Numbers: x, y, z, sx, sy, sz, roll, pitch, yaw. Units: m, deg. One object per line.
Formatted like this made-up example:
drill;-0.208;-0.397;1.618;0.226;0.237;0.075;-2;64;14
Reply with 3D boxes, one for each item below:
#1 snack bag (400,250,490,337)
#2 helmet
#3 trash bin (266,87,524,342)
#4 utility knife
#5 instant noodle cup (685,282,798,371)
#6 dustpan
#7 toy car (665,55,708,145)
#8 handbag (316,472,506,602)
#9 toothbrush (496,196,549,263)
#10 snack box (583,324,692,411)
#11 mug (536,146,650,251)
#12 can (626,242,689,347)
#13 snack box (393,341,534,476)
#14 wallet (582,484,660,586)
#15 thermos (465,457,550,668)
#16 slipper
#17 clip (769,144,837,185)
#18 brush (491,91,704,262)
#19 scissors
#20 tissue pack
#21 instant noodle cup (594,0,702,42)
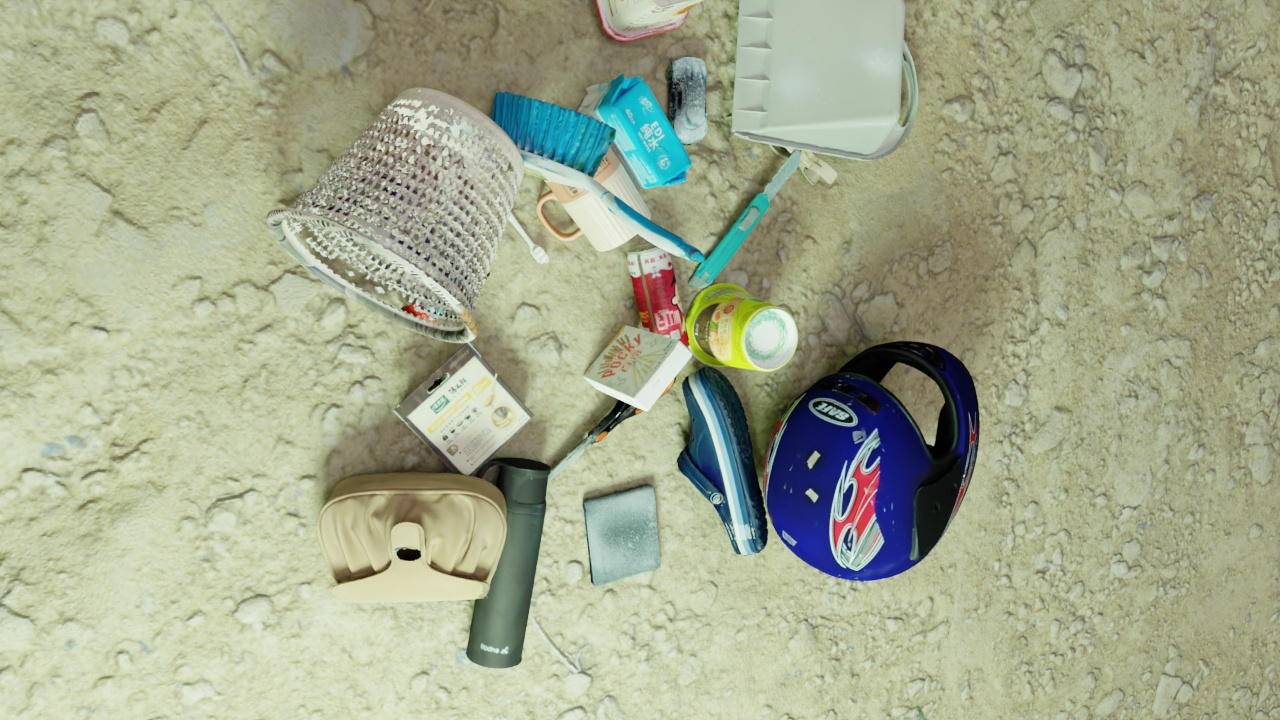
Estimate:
snack bag;-0.220;-0.076;1.033;0.045;0.026;0.105;44;80;-5
helmet;0.285;0.126;1.177;0.239;0.247;0.316;2;105;-44
trash bin;-0.224;-0.155;0.927;0.227;0.228;0.191;35;71;-26
utility knife;0.135;-0.177;1.168;0.029;0.013;0.219;36;93;-25
instant noodle cup;0.132;-0.036;1.149;0.111;0.123;0.112;-5;101;-24
dustpan;0.246;-0.366;1.181;0.258;0.142;0.222;4;86;2
toy car;0.059;-0.315;1.115;0.048;0.031;0.105;-7;103;-23
handbag;-0.251;0.201;1.016;0.204;0.099;0.148;0;104;-7
toothbrush;-0.161;-0.181;1.046;0.016;0.016;0.180;-43;114;-14
snack box;-0.006;0.006;1.075;0.027;0.157;0.084;42;80;-25
mug;-0.061;-0.183;1.064;0.115;0.081;0.106;-31;115;11
can;0.022;-0.076;1.130;0.053;0.053;0.133;-20;107;-21
snack box;-0.204;0.056;1.050;0.113;0.053;0.125;-43;114;-11
wallet;-0.024;0.226;1.187;0.097;0.019;0.121;-11;105;-21
thermos;-0.168;0.239;1.103;0.090;0.068;0.242;10;94;6
slipper;0.099;0.132;1.188;0.095;0.105;0.253;-15;96;15
clip;0.209;-0.265;1.188;0.100;0.074;0.034;42;81;-24
brush;-0.048;-0.196;0.958;0.109;0.315;0.060;-65;153;-4
scissors;-0.047;0.073;1.121;0.234;0.021;0.139;-34;157;-22
tissue pack;-0.006;-0.261;1.061;0.063;0.090;0.140;-44;115;-20
instant noodle cup;0.015;-0.427;1.022;0.116;0.124;0.117;-22;108;-20
